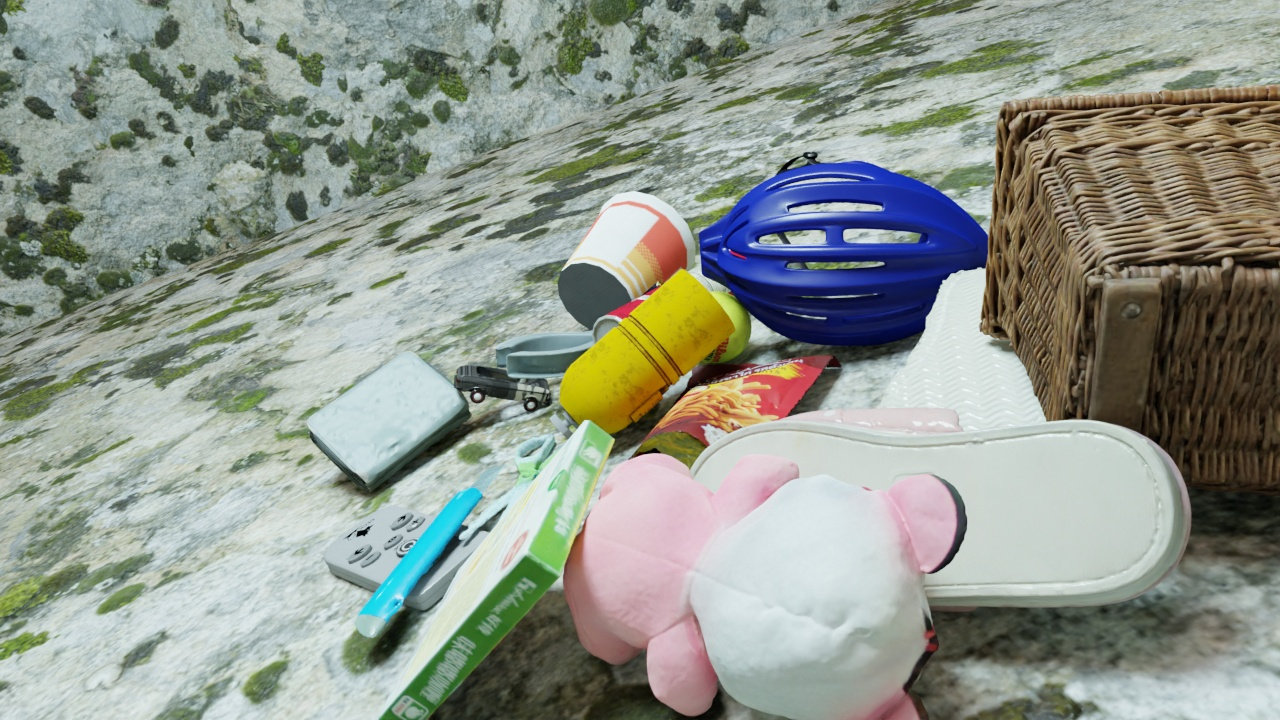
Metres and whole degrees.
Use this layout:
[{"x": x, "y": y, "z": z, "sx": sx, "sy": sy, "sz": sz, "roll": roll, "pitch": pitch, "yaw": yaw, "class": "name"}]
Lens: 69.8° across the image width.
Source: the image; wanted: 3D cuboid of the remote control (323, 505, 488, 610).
[{"x": -0.183, "y": 0.146, "z": 0.705, "sx": 0.151, "sy": 0.019, "sz": 0.074, "roll": 3, "pitch": 32, "yaw": 44, "class": "remote control"}]

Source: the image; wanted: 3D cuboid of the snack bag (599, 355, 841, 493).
[{"x": 0.064, "y": 0.046, "z": 0.709, "sx": 0.139, "sy": 0.066, "sz": 0.207, "roll": -12, "pitch": 14, "yaw": 33, "class": "snack bag"}]

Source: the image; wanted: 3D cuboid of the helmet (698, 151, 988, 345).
[{"x": 0.175, "y": -0.109, "z": 0.810, "sx": 0.242, "sy": 0.148, "sz": 0.227, "roll": -2, "pitch": 27, "yaw": 8, "class": "helmet"}]

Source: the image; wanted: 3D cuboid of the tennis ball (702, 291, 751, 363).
[{"x": 0.068, "y": -0.030, "z": 0.832, "sx": 0.065, "sy": 0.065, "sz": 0.065, "roll": -17, "pitch": 23, "yaw": 7, "class": "tennis ball"}]

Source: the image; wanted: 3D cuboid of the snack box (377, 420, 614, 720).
[{"x": -0.083, "y": 0.127, "z": 0.542, "sx": 0.168, "sy": 0.027, "sz": 0.131, "roll": -50, "pitch": 8, "yaw": 28, "class": "snack box"}]

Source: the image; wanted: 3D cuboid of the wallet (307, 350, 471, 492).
[{"x": -0.240, "y": 0.059, "z": 0.876, "sx": 0.100, "sy": 0.054, "sz": 0.131, "roll": 36, "pitch": 54, "yaw": 27, "class": "wallet"}]

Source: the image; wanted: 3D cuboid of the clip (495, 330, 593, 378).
[{"x": -0.066, "y": -0.015, "z": 0.904, "sx": 0.163, "sy": 0.028, "sz": 0.115, "roll": -8, "pitch": 18, "yaw": -24, "class": "clip"}]

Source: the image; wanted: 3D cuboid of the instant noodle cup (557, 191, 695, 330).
[{"x": -0.021, "y": -0.101, "z": 1.012, "sx": 0.124, "sy": 0.123, "sz": 0.120, "roll": -3, "pitch": 36, "yaw": 36, "class": "instant noodle cup"}]

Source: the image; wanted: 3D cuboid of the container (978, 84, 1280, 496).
[{"x": 0.318, "y": -0.033, "z": 0.470, "sx": 0.250, "sy": 0.162, "sz": 0.182, "roll": 1, "pitch": 35, "yaw": 15, "class": "container"}]

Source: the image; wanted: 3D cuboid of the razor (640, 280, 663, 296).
[{"x": -0.027, "y": -0.039, "z": 0.951, "sx": 0.145, "sy": 0.022, "sz": 0.042, "roll": -32, "pitch": 13, "yaw": 32, "class": "razor"}]

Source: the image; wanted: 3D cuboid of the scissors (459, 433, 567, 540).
[{"x": -0.083, "y": 0.094, "z": 0.726, "sx": 0.093, "sy": 0.032, "sz": 0.174, "roll": -8, "pitch": 23, "yaw": 16, "class": "scissors"}]

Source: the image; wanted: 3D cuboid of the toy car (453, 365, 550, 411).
[{"x": -0.132, "y": 0.022, "z": 0.885, "sx": 0.092, "sy": 0.037, "sz": 0.040, "roll": 10, "pitch": 17, "yaw": -14, "class": "toy car"}]

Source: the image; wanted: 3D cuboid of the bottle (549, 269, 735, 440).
[{"x": -0.005, "y": 0.004, "z": 0.762, "sx": 0.163, "sy": 0.071, "sz": 0.071, "roll": -41, "pitch": 25, "yaw": -4, "class": "bottle"}]

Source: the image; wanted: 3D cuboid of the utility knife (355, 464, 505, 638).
[{"x": -0.148, "y": 0.131, "z": 0.665, "sx": 0.031, "sy": 0.015, "sz": 0.185, "roll": 0, "pitch": 33, "yaw": 27, "class": "utility knife"}]

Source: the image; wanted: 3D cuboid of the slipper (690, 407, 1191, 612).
[{"x": 0.138, "y": 0.080, "z": 0.489, "sx": 0.275, "sy": 0.114, "sz": 0.054, "roll": -6, "pitch": -16, "yaw": 42, "class": "slipper"}]

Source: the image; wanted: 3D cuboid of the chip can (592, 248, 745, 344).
[{"x": 0.038, "y": -0.054, "z": 0.888, "sx": 0.052, "sy": 0.052, "sz": 0.214, "roll": 0, "pitch": 21, "yaw": 39, "class": "chip can"}]

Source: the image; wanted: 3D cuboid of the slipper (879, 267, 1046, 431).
[{"x": 0.225, "y": 0.015, "z": 0.616, "sx": 0.115, "sy": 0.054, "sz": 0.271, "roll": -1, "pitch": 34, "yaw": 32, "class": "slipper"}]

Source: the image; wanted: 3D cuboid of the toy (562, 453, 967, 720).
[{"x": 0.053, "y": 0.113, "z": 0.459, "sx": 0.213, "sy": 0.084, "sz": 0.141, "roll": 8, "pitch": 75, "yaw": 42, "class": "toy"}]
